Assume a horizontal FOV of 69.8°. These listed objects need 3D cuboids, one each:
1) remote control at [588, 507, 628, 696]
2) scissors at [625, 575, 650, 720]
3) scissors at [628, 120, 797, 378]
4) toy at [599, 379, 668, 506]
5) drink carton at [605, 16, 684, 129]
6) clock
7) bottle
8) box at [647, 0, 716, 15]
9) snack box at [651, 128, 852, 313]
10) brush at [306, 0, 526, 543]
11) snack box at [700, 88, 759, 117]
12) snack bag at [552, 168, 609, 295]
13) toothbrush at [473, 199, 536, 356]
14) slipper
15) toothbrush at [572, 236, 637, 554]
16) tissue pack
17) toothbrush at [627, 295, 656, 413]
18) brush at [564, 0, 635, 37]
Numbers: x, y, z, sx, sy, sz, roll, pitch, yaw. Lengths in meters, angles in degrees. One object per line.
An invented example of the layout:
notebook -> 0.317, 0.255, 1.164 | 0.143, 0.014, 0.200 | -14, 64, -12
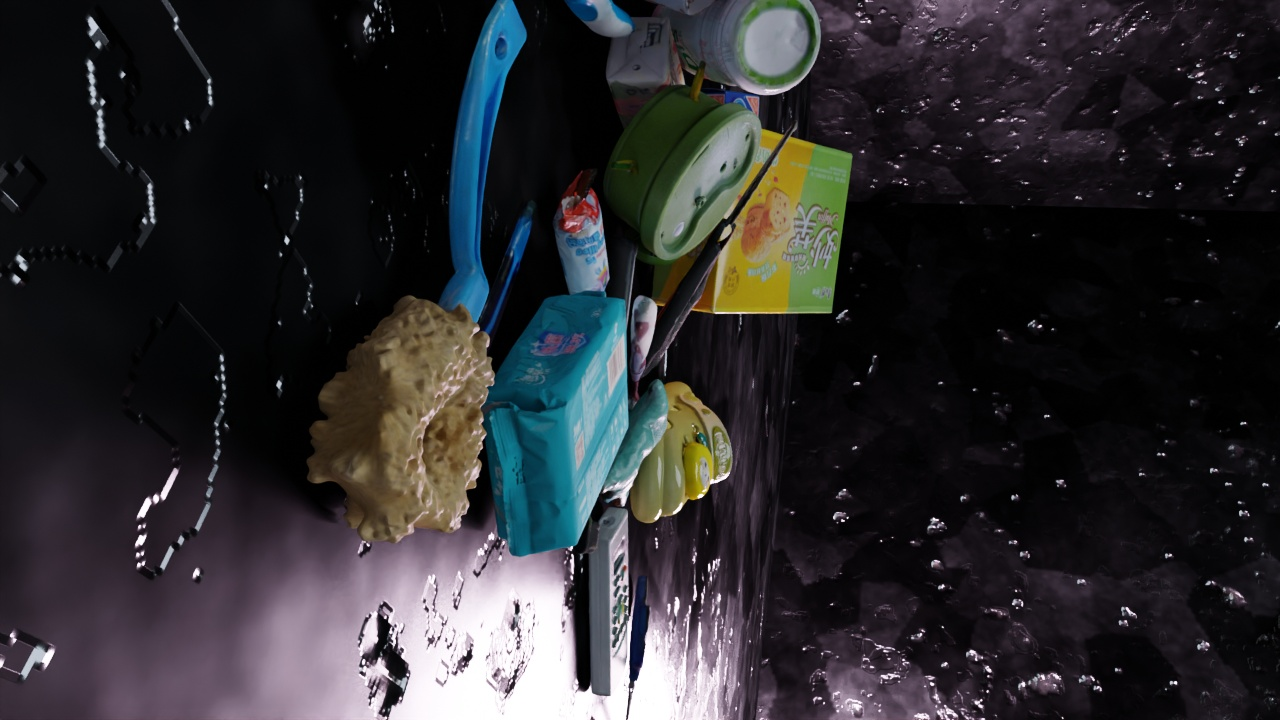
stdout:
remote control -> -0.023, 0.182, 0.690 | 0.056, 0.019, 0.135 | -50, 142, -70
scissors -> -0.006, 0.257, 0.764 | 0.175, 0.012, 0.162 | 98, -2, -46
scissors -> 0.056, -0.080, 0.692 | 0.235, 0.021, 0.148 | -56, -177, 31
toy -> -0.007, 0.069, 0.686 | 0.091, 0.030, 0.097 | -54, 160, -28
drink carton -> 0.011, -0.192, 0.669 | 0.122, 0.045, 0.053 | 58, 37, -70
clock -> 0.030, -0.128, 0.652 | 0.116, 0.056, 0.161 | -49, 162, -8
bottle -> 0.055, -0.236, 0.656 | 0.197, 0.068, 0.068 | -128, -148, -60
box -> 0.078, -0.352, 0.559 | 0.259, 0.082, 0.177 | -42, 147, -23
snack box -> 0.106, -0.123, 0.831 | 0.209, 0.070, 0.158 | -4, 102, -49
brush -> -0.075, -0.047, 0.367 | 0.083, 0.046, 0.254 | 63, 29, -59
snack box -> 0.071, -0.153, 0.882 | 0.058, 0.057, 0.207 | -12, 109, -46
snack bag -> -0.034, -0.064, 0.552 | 0.105, 0.026, 0.045 | 83, 13, -46
toothbrush -> -0.074, -0.014, 0.428 | 0.014, 0.016, 0.189 | 67, 25, -44
slipper -> 0.040, 0.072, 0.803 | 0.190, 0.082, 0.092 | -58, 147, -70
toothbrush -> -0.026, 0.022, 0.615 | 0.027, 0.026, 0.212 | 19, 74, -55
tissue pack -> -0.043, 0.030, 0.484 | 0.133, 0.050, 0.093 | -66, 158, -56
toothbrush -> -0.004, 0.004, 0.651 | 0.188, 0.016, 0.017 | 99, 11, -65
brush -> -0.039, -0.210, 0.447 | 0.313, 0.060, 0.110 | -63, 159, -66
